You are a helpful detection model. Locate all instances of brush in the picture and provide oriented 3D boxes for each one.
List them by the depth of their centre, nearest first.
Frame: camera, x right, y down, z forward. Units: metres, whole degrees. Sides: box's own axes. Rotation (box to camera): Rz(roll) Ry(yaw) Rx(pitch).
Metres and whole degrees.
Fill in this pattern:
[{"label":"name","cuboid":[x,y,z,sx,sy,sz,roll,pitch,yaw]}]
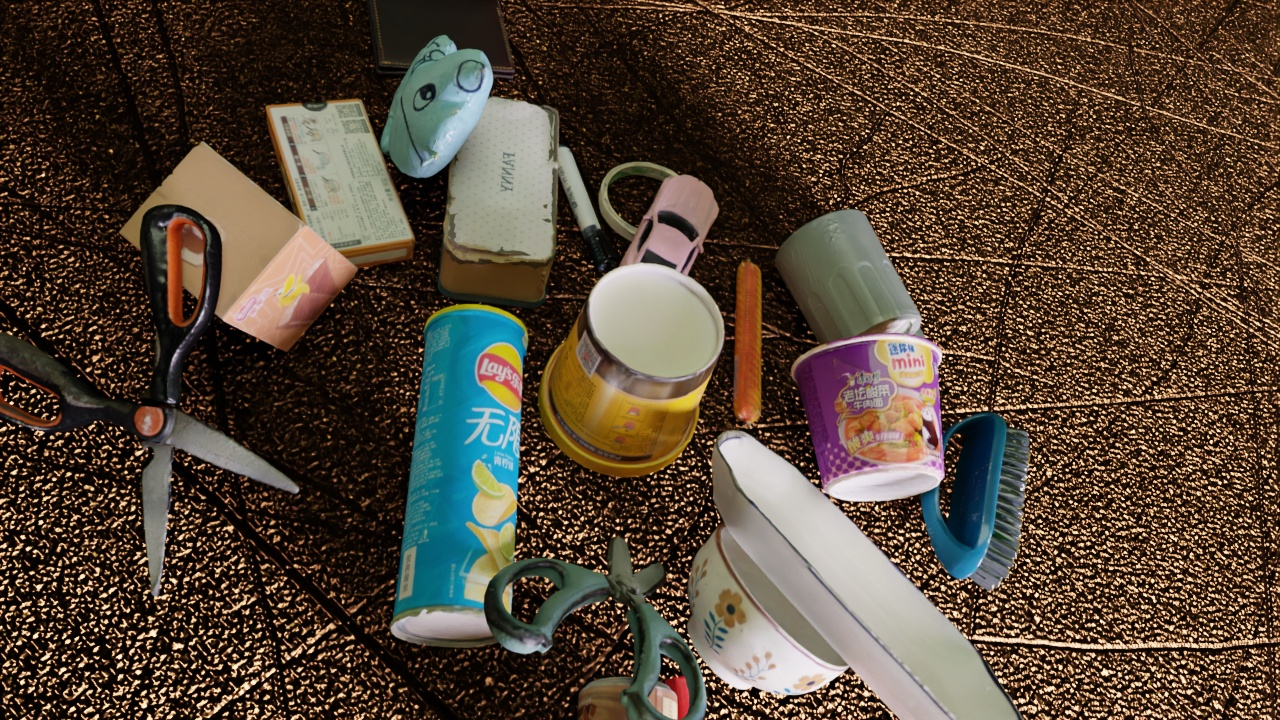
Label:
[{"label":"brush","cuboid":[0.247,0.096,0.686,0.073,0.055,0.143,26,55,-1]}]

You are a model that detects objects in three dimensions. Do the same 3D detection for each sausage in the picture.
[{"label":"sausage","cuboid":[0.086,-0.018,0.731,0.021,0.022,0.164,12,56,-10]}]

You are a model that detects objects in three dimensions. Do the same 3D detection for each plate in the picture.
[{"label":"plate","cuboid":[0.137,0.151,0.589,0.265,0.034,0.161,46,15,13]}]

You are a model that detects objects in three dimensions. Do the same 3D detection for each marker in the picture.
[{"label":"marker","cuboid":[0.032,0.260,0.537,0.017,0.017,0.145,2,58,-16]},{"label":"marker","cuboid":[-0.047,-0.129,0.763,0.018,0.023,0.130,9,52,-47]}]

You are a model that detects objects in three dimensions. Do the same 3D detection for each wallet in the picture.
[{"label":"wallet","cuboid":[-0.181,-0.296,0.832,0.122,0.020,0.096,-5,65,-21]}]

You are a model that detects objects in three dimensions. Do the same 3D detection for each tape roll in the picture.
[{"label":"tape roll","cuboid":[0.007,-0.135,0.788,0.085,0.014,0.085,8,57,-12]}]

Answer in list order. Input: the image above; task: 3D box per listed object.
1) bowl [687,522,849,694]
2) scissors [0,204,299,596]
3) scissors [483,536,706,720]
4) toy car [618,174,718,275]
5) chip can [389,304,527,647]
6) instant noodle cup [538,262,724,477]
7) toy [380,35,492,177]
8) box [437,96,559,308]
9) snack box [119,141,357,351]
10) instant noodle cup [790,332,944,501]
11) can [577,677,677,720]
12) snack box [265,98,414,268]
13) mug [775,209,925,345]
[{"label":"bowl","cuboid":[0.070,0.163,0.572,0.113,0.062,0.113,39,14,-12]},{"label":"scissors","cuboid":[-0.298,0.019,0.538,0.221,0.021,0.233,5,87,11]},{"label":"scissors","cuboid":[-0.030,0.142,0.538,0.172,0.019,0.176,25,20,-16]},{"label":"toy car","cuboid":[0.024,-0.100,0.743,0.056,0.037,0.122,29,68,-9]},{"label":"chip can","cuboid":[-0.111,0.069,0.584,0.071,0.071,0.209,6,57,-13]},{"label":"instant noodle cup","cuboid":[-0.004,0.004,0.632,0.118,0.115,0.118,8,56,-12]},{"label":"toy","cuboid":[-0.157,-0.189,0.689,0.049,0.162,0.156,22,51,-34]},{"label":"box","cuboid":[-0.109,-0.123,0.717,0.089,0.062,0.184,8,58,-12]},{"label":"snack box","cuboid":[-0.258,-0.071,0.601,0.093,0.094,0.077,38,83,9]},{"label":"instant noodle cup","cuboid":[0.171,0.046,0.669,0.111,0.112,0.099,4,64,-15]},{"label":"can","cuboid":[-0.009,0.241,0.510,0.058,0.059,0.116,10,55,-11]},{"label":"snack box","cuboid":[-0.233,-0.138,0.708,0.075,0.026,0.153,-14,63,-25]},{"label":"mug","cuboid":[0.182,-0.056,0.759,0.123,0.084,0.103,4,54,-45]}]
